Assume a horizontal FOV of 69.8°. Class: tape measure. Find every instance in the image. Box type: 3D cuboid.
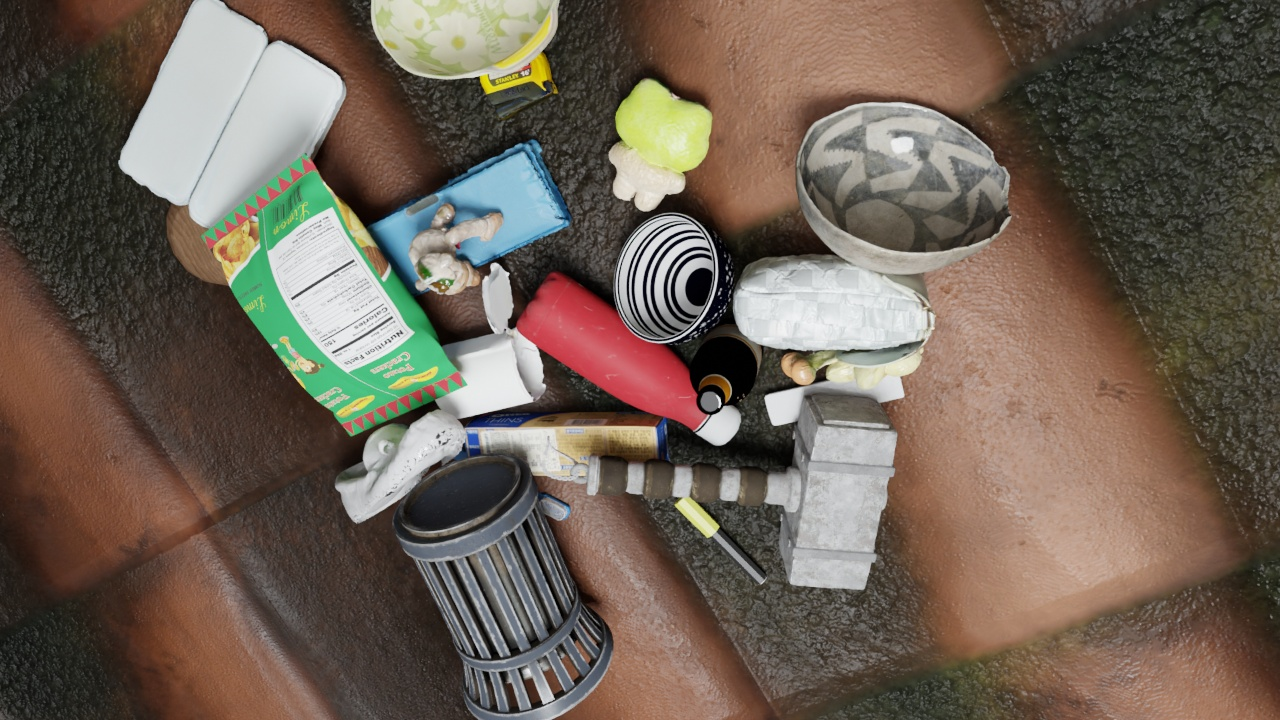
[{"bbox_3d":[-0.117,-0.269,0.862,0.066,0.037,0.064,-21,101,15],"label":"tape measure"}]

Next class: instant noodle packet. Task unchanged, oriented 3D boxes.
[{"bbox_3d":[-0.303,-0.051,0.897,0.196,0.090,0.253,-21,108,36],"label":"instant noodle packet"}]

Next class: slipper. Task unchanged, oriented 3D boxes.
[{"bbox_3d":[-0.251,0.104,0.942,0.074,0.112,0.248,47,141,-8],"label":"slipper"}]

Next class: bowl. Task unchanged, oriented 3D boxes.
[{"bbox_3d":[0.041,-0.073,0.861,0.120,0.066,0.120,-5,82,39],"label":"bowl"},{"bbox_3d":[0.212,-0.132,0.780,0.178,0.178,0.081,18,145,7],"label":"bowl"},{"bbox_3d":[-0.461,-0.136,0.982,0.118,0.030,0.118,3,107,12],"label":"bowl"},{"bbox_3d":[-0.144,-0.329,0.819,0.188,0.060,0.219,-42,71,8],"label":"bowl"}]

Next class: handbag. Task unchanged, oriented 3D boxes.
[{"bbox_3d":[0.170,-0.035,0.829,0.171,0.112,0.123,4,113,11],"label":"handbag"}]

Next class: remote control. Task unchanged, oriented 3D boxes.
[{"bbox_3d":[0.188,0.034,0.894,0.131,0.012,0.033,-14,104,16],"label":"remote control"}]

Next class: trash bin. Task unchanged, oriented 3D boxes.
[{"bbox_3d":[-0.139,0.220,0.915,0.164,0.163,0.227,-11,116,15],"label":"trash bin"}]

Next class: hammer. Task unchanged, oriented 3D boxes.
[{"bbox_3d":[0.070,0.117,0.870,0.326,0.079,0.177,5,111,-2],"label":"hammer"}]

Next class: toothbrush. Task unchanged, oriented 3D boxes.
[{"bbox_3d":[-0.152,0.129,0.998,0.166,0.014,0.016,28,110,4],"label":"toothbrush"}]

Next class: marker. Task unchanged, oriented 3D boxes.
[{"bbox_3d":[0.084,0.188,0.960,0.124,0.017,0.021,45,143,-4],"label":"marker"}]

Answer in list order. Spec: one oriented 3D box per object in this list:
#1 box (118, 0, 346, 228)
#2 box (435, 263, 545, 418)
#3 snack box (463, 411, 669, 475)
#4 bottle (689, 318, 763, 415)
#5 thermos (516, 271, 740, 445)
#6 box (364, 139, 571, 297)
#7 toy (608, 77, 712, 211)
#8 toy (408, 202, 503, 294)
[{"bbox_3d":[-0.416,-0.238,0.930,0.189,0.037,0.209,33,99,-1],"label":"box"},{"bbox_3d":[-0.167,-0.016,0.916,0.106,0.080,0.150,-11,115,14],"label":"box"},{"bbox_3d":[-0.076,0.085,0.946,0.207,0.057,0.056,-1,105,14],"label":"snack box"},{"bbox_3d":[0.074,0.010,0.823,0.059,0.181,0.059,3,106,12],"label":"bottle"},{"bbox_3d":[-0.005,0.005,0.898,0.240,0.073,0.073,34,110,-7],"label":"thermos"},{"bbox_3d":[-0.189,-0.129,0.911,0.232,0.052,0.093,-21,101,17],"label":"box"},{"bbox_3d":[0.013,-0.196,0.851,0.092,0.046,0.115,28,117,5],"label":"toy"},{"bbox_3d":[-0.175,-0.098,0.850,0.074,0.105,0.085,35,118,-12],"label":"toy"}]
